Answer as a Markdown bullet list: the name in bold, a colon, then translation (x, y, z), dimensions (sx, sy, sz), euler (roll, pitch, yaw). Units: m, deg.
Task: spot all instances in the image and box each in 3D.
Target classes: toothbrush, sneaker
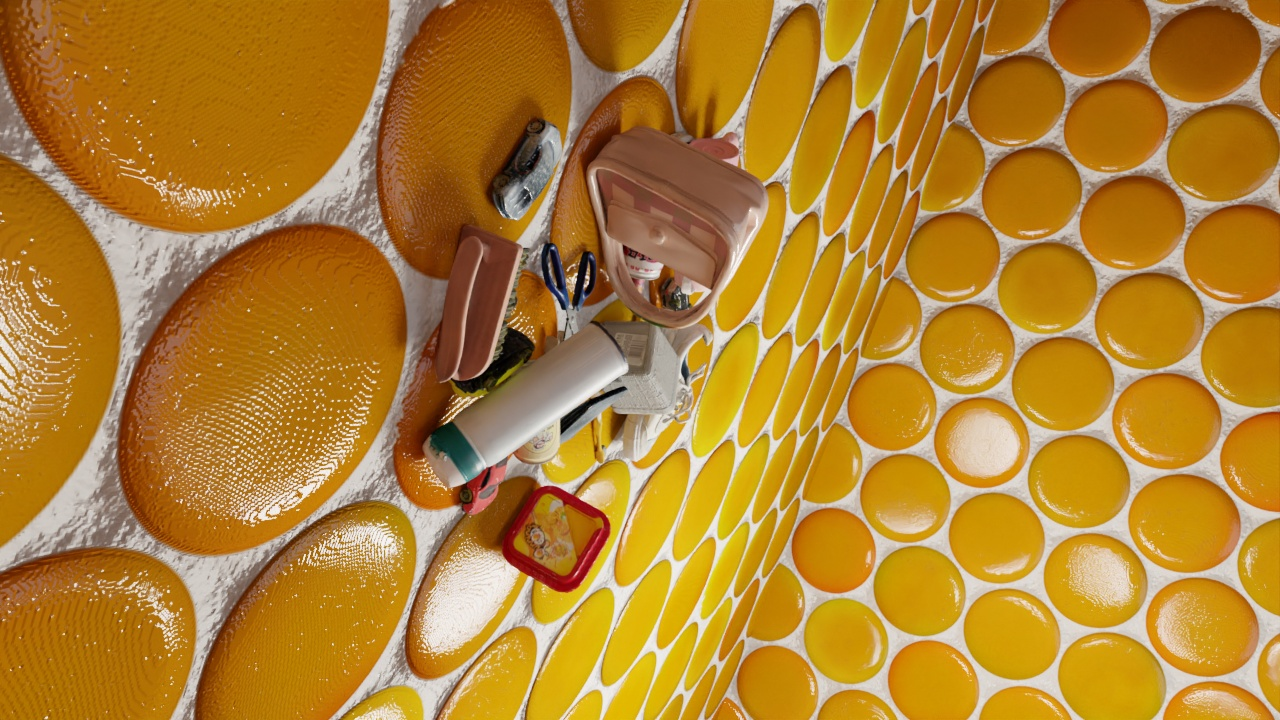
- **toothbrush**: translation (-0.057, 0.080, 1.266), dimensions (0.192, 0.016, 0.018), euler (89, 21, -46)
- **sneaker**: translation (0.041, 0.046, 1.330), dimensions (0.089, 0.091, 0.243), euler (-50, 158, -63)

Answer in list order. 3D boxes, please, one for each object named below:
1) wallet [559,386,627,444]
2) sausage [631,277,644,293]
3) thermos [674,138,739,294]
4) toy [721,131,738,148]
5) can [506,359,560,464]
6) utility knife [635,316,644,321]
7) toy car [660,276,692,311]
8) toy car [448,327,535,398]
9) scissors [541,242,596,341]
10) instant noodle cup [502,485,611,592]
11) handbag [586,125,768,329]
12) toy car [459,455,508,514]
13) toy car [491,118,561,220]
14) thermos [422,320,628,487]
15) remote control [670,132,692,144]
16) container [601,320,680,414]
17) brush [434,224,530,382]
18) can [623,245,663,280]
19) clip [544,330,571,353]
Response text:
- **wallet**: translation (-0.078, 0.074, 1.135), dimensions (0.121, 0.019, 0.097), euler (-39, 172, 28)
- **sausage**: translation (0.004, -0.143, 1.185), dimensions (0.020, 0.020, 0.156), euler (-31, 138, -56)
- **thermos**: translation (0.079, -0.181, 1.194), dimensions (0.087, 0.067, 0.199), euler (-59, 161, -53)
- **toy**: translation (0.103, -0.236, 1.269), dimensions (0.121, 0.054, 0.160), euler (-49, 155, -40)
- **can**: translation (-0.121, 0.059, 1.043), dimensions (0.058, 0.058, 0.116), euler (-45, 150, -43)
- **utility knife**: translation (-0.008, -0.010, 1.290), dimensions (0.033, 0.015, 0.154), euler (-22, 132, -52)
- **toy car**: translation (0.052, -0.084, 1.327), dimensions (0.042, 0.035, 0.090), euler (-55, 155, -24)
- **toy car**: translation (-0.152, 0.003, 0.934), dimensions (0.105, 0.048, 0.032), euler (-43, 161, -44)
- **scissors**: translation (-0.078, -0.060, 1.026), dimensions (0.162, 0.012, 0.175), euler (-68, 147, -42)
- **instant noodle cup**: translation (-0.107, 0.242, 1.198), dimensions (0.116, 0.116, 0.124), euler (-58, 168, -22)
- **handbag**: translation (0.028, -0.132, 1.049), dimensions (0.093, 0.193, 0.235), euler (-46, 160, -37)
- **toy car**: translation (-0.172, 0.126, 1.032), dimensions (0.049, 0.031, 0.106), euler (-11, 123, -63)
- **toy car**: translation (-0.105, -0.183, 0.881), dimensions (0.105, 0.031, 0.049), euler (-62, 158, -15)
- **thermos**: translation (-0.120, 0.048, 0.948), dimensions (0.223, 0.073, 0.073), euler (-35, 147, -17)
- **remote control**: translation (0.038, -0.218, 1.184), dimensions (0.058, 0.021, 0.150), euler (-38, 145, -50)
- **container**: translation (-0.007, 0.007, 1.193), dimensions (0.114, 0.090, 0.090), euler (59, 35, -59)
- **brush**: translation (-0.156, -0.048, 0.856), dimensions (0.073, 0.063, 0.146), euler (-23, 134, -65)
- **can**: translation (0.012, -0.169, 1.129), dimensions (0.053, 0.053, 0.133), euler (-32, 139, -55)
- **clip**: translation (-0.094, 0.015, 1.099), dimensions (0.084, 0.035, 0.104), euler (1, 102, -63)
